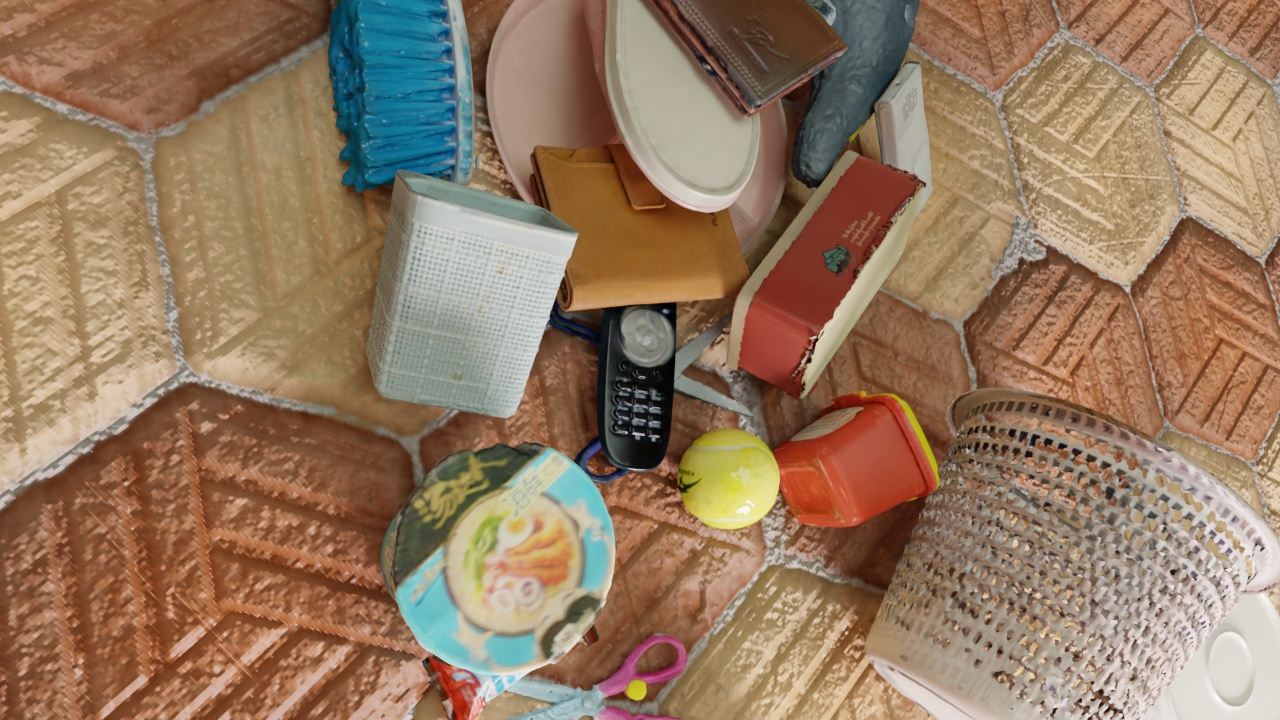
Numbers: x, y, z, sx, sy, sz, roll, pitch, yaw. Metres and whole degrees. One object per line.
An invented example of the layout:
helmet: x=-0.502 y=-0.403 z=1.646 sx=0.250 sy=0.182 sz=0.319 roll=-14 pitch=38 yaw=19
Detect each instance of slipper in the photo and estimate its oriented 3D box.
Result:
slipper: x=0.015 y=-0.214 z=0.604 sx=0.114 sy=0.055 sz=0.274 roll=5 pitch=66 yaw=-28

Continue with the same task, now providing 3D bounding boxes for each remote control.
remote control: x=-0.003 y=0.003 z=0.585 sx=0.053 sy=0.024 sz=0.136 roll=10 pitch=75 yaw=-24
remote control: x=0.202 y=-0.161 z=0.698 sx=0.049 sy=0.024 sz=0.125 roll=-54 pitch=143 yaw=-24

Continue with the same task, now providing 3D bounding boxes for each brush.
brush: x=-0.138 y=-0.249 z=0.572 sx=0.109 sy=0.061 sz=0.314 roll=-1 pitch=78 yaw=-32

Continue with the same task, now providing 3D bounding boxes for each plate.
plate: x=0.001 y=-0.165 z=0.636 sx=0.229 sy=0.028 sz=0.229 roll=5 pitch=78 yaw=-25
plate: x=0.483 y=0.261 z=0.781 sx=0.204 sy=0.046 sz=0.204 roll=6 pitch=77 yaw=-26

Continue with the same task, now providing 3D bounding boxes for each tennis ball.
tennis ball: x=0.056 y=0.076 z=0.592 sx=0.065 sy=0.066 sz=0.065 roll=6 pitch=77 yaw=-26

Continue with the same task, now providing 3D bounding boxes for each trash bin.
trash bin: x=0.262 y=0.160 z=0.610 sx=0.227 sy=0.228 sz=0.192 roll=40 pitch=77 yaw=-14

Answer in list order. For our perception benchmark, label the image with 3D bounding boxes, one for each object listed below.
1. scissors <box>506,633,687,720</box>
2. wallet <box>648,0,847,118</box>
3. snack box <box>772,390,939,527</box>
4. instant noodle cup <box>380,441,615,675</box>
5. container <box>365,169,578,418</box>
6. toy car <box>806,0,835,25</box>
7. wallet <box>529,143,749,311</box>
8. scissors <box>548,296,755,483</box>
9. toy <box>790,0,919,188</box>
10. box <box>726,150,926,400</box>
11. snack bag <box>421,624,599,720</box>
scissors: x=-0.028 y=0.215 z=0.552 sx=0.137 sy=0.017 sz=0.093 roll=-10 pitch=85 yaw=-23
wallet: x=0.061 y=-0.220 z=0.579 sx=0.101 sy=0.032 sz=0.124 roll=-39 pitch=89 yaw=-35
snack box: x=0.141 y=0.069 z=0.624 sx=0.080 sy=0.091 sz=0.082 roll=-26 pitch=91 yaw=-21
instant noodle cup: x=-0.087 y=0.104 z=0.484 sx=0.111 sy=0.121 sz=0.111 roll=6 pitch=75 yaw=-25
container: x=-0.100 y=-0.036 z=0.507 sx=0.090 sy=0.090 sz=0.111 roll=12 pitch=105 yaw=-24
toy car: x=0.095 y=-0.254 z=0.629 sx=0.090 sy=0.043 sz=0.034 roll=46 pitch=61 yaw=6
wallet: x=0.000 y=-0.086 z=0.580 sx=0.131 sy=0.031 sz=0.107 roll=-6 pitch=75 yaw=-30
scissors: x=0.005 y=0.010 z=0.611 sx=0.162 sy=0.012 sz=0.175 roll=45 pitch=62 yaw=-13
toy: x=0.143 y=-0.299 z=0.699 sx=0.137 sy=0.092 sz=0.356 roll=-6 pitch=77 yaw=-17
box: x=0.135 y=-0.056 z=0.631 sx=0.077 sy=0.091 sz=0.168 roll=29 pitch=61 yaw=19
snack bag: x=-0.073 y=0.167 z=0.530 sx=0.104 sy=0.026 sz=0.048 roll=-24 pitch=85 yaw=-28
